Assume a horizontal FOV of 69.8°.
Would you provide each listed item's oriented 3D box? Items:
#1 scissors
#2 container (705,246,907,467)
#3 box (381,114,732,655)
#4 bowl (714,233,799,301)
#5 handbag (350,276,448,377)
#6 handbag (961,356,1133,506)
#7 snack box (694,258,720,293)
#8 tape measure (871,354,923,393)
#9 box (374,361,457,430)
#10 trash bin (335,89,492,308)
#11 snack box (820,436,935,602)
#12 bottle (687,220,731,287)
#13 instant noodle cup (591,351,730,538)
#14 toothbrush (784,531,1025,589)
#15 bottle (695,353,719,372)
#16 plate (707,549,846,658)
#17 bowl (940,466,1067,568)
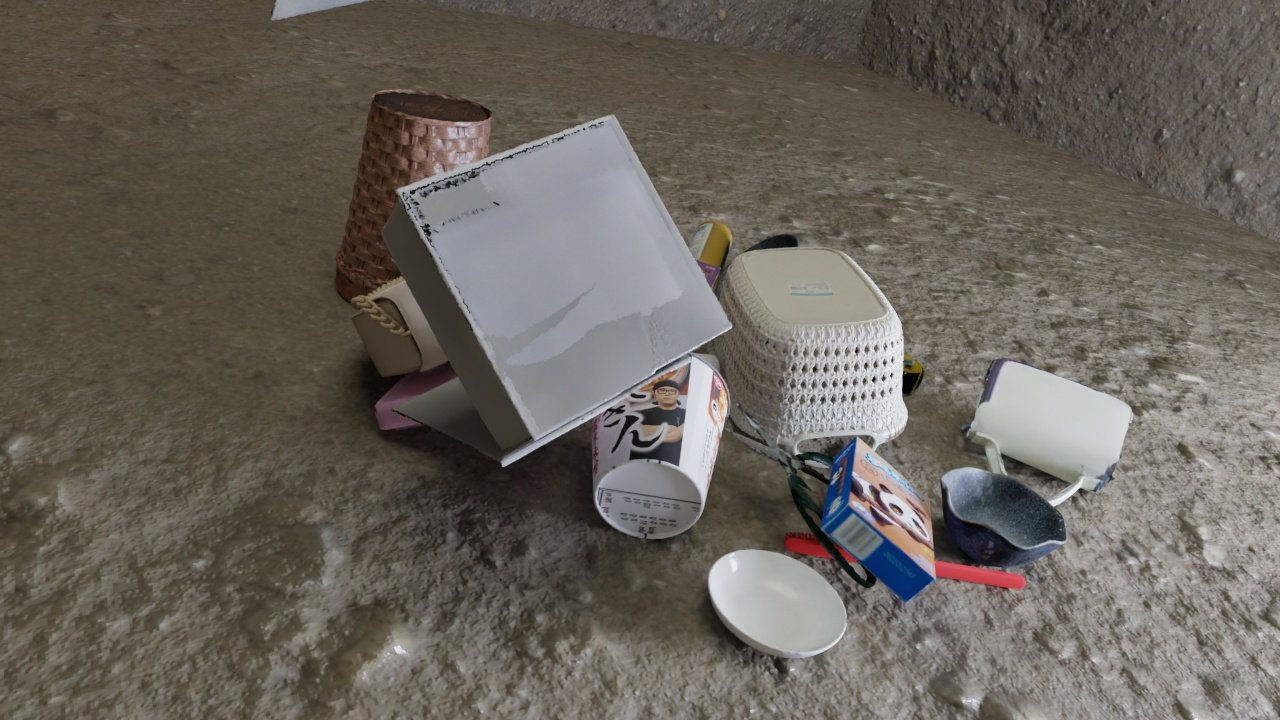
[{"bbox_3d":[0.159,0.109,0.790,0.202,0.015,0.201,9,38,-50],"label":"scissors"},{"bbox_3d":[0.169,-0.017,0.952,0.184,0.143,0.246,-5,31,-7],"label":"container"},{"bbox_3d":[-0.085,0.040,0.693,0.167,0.423,0.173,-28,65,-32],"label":"box"},{"bbox_3d":[0.156,-0.093,1.157,0.057,0.137,0.136,48,18,-23],"label":"bowl"},{"bbox_3d":[-0.148,-0.052,0.832,0.210,0.103,0.209,-27,10,-15],"label":"handbag"},{"bbox_3d":[0.415,0.094,0.962,0.151,0.074,0.175,22,48,18],"label":"handbag"},{"bbox_3d":[0.002,-0.070,1.039,0.143,0.041,0.147,18,46,8],"label":"snack box"},{"bbox_3d":[0.301,0.011,1.078,0.061,0.034,0.061,24,30,13],"label":"tape measure"},{"bbox_3d":[-0.115,0.006,0.791,0.202,0.038,0.152,-12,23,22],"label":"box"},{"bbox_3d":[-0.238,-0.169,0.969,0.151,0.210,0.151,11,27,-6],"label":"trash bin"},{"bbox_3d":[0.197,0.125,0.755,0.087,0.034,0.151,41,22,2],"label":"snack box"},{"bbox_3d":[0.077,-0.115,1.171,0.053,0.053,0.185,17,37,4],"label":"bottle"},{"bbox_3d":[0.011,0.072,0.753,0.123,0.124,0.121,13,37,-3],"label":"instant noodle cup"},{"bbox_3d":[0.223,0.168,0.774,0.212,0.012,0.017,11,24,-7],"label":"toothbrush"},{"bbox_3d":[-0.006,0.005,0.931,0.173,0.046,0.083,5,29,-17],"label":"bottle"},{"bbox_3d":[0.097,0.183,0.672,0.104,0.026,0.104,12,27,-6],"label":"plate"},{"bbox_3d":[0.311,0.146,0.810,0.110,0.055,0.110,10,28,-6],"label":"bowl"}]
